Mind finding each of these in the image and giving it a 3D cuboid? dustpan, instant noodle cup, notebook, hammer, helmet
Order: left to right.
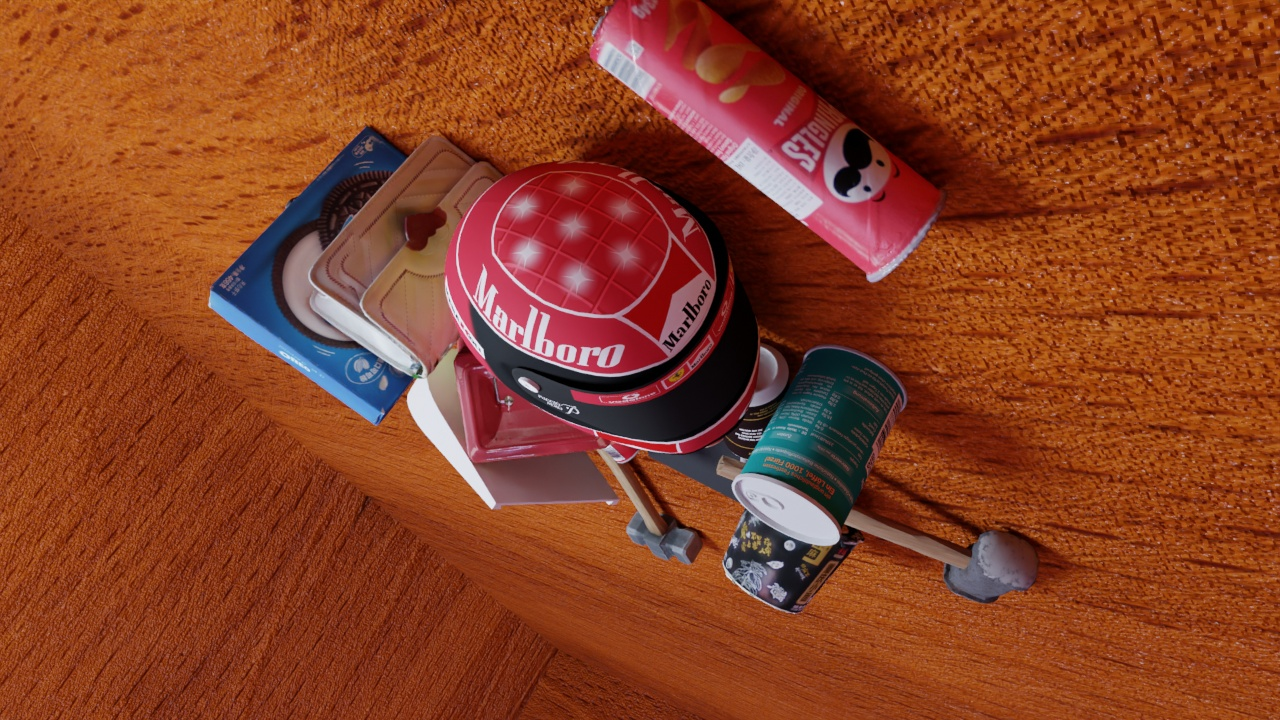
[{"bbox_3d":[-0.169,0.090,1.085,0.191,0.053,0.257,8,-145,-49],"label":"dustpan"},{"bbox_3d":[-0.029,-0.047,0.738,0.271,0.197,0.225,28,164,13],"label":"helmet"},{"bbox_3d":[-0.008,0.195,1.367,0.117,0.051,0.323,15,148,36],"label":"hammer"},{"bbox_3d":[0.067,0.103,1.132,0.149,0.016,0.207,25,155,20],"label":"notebook"},{"bbox_3d":[0.163,0.208,1.027,0.137,0.112,0.137,27,-170,-5],"label":"instant noodle cup"},{"bbox_3d":[0.233,0.165,0.932,0.328,0.052,0.098,20,156,4],"label":"hammer"}]

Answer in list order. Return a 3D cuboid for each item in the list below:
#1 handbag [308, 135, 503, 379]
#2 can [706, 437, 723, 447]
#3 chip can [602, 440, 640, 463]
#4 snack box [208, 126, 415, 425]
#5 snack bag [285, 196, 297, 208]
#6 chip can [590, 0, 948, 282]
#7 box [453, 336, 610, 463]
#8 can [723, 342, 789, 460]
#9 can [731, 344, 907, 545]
[{"bbox_3d":[-0.198,-0.097,0.861,0.142,0.198,0.096,35,155,-5],"label":"handbag"},{"bbox_3d":[0.054,0.025,0.935,0.067,0.067,0.170,22,154,24],"label":"can"},{"bbox_3d":[-0.083,0.048,1.170,0.214,0.051,0.052,45,154,-25],"label":"chip can"},{"bbox_3d":[-0.269,-0.086,0.918,0.195,0.238,0.056,38,153,-11],"label":"snack box"},{"bbox_3d":[-0.330,-0.161,1.010,0.074,0.018,0.155,39,-164,-10],"label":"snack bag"},{"bbox_3d":[0.078,-0.148,0.574,0.233,0.073,0.073,37,156,-6],"label":"chip can"},{"bbox_3d":[-0.116,0.009,1.010,0.157,0.156,0.147,-5,110,-1],"label":"box"},{"bbox_3d":[0.110,0.042,0.892,0.072,0.071,0.129,22,154,24],"label":"can"},{"bbox_3d":[0.157,0.073,0.801,0.099,0.143,0.099,27,156,13],"label":"can"}]
